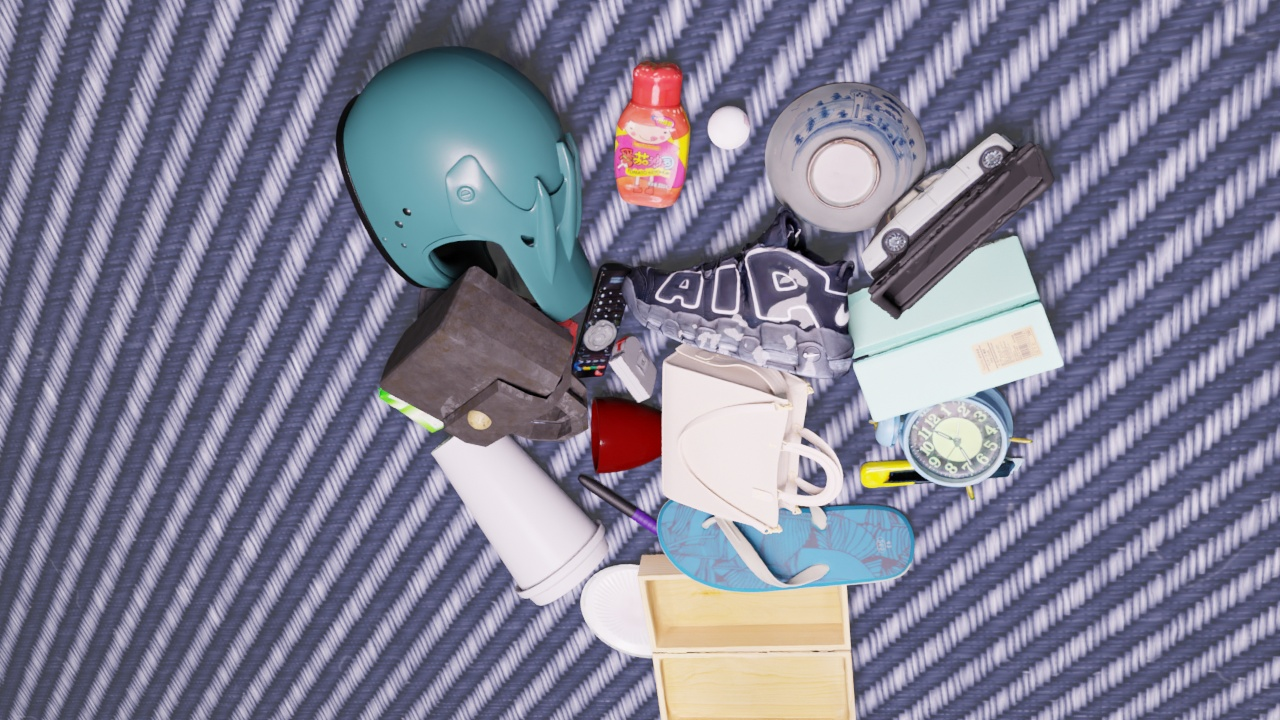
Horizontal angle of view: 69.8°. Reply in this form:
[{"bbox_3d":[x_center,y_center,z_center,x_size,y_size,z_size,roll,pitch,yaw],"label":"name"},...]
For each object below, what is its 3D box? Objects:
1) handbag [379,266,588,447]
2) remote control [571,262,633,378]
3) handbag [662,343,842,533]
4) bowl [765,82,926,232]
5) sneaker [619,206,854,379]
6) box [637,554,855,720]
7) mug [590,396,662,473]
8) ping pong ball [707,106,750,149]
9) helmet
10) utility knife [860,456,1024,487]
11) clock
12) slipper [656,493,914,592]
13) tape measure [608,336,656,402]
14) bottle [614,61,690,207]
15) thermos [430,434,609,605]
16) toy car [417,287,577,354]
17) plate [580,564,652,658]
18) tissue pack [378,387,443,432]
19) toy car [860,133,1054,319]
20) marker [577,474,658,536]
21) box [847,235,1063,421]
[{"bbox_3d":[-0.146,0.028,0.944,0.199,0.102,0.198,31,147,-20],"label":"handbag"},{"bbox_3d":[-0.044,-0.041,1.010,0.045,0.021,0.141,-3,125,-33],"label":"remote control"},{"bbox_3d":[0.122,0.089,0.965,0.198,0.101,0.195,21,126,32],"label":"handbag"},{"bbox_3d":[0.191,-0.182,0.864,0.151,0.056,0.151,6,118,11],"label":"bowl"},{"bbox_3d":[0.101,-0.084,0.909,0.253,0.097,0.151,19,105,20],"label":"sneaker"},{"bbox_3d":[0.135,0.354,1.139,0.247,0.068,0.253,-4,106,12],"label":"box"},{"bbox_3d":[-0.010,0.091,1.052,0.088,0.087,0.114,-1,147,-9],"label":"mug"},{"bbox_3d":[0.085,-0.223,0.878,0.040,0.040,0.040,6,118,11],"label":"ping pong ball"},{"bbox_3d":[-0.153,-0.168,0.896,0.200,0.176,0.275,-2,129,21],"label":"helmet"},{"bbox_3d":[0.330,0.121,1.009,0.173,0.020,0.029,-7,117,16],"label":"utility knife"},{"bbox_3d":[0.312,0.064,0.955,0.162,0.060,0.118,34,115,4],"label":"clock"},{"bbox_3d":[0.161,0.208,1.046,0.295,0.060,0.118,0,82,11],"label":"slipper"},{"bbox_3d":[-0.006,0.006,1.008,0.020,0.062,0.060,-26,113,24],"label":"tape measure"},{"bbox_3d":[0.012,-0.220,0.894,0.071,0.048,0.134,10,118,11],"label":"bottle"},{"bbox_3d":[-0.149,0.172,1.101,0.132,0.131,0.222,-35,97,26],"label":"thermos"},{"bbox_3d":[-0.163,-0.042,1.025,0.189,0.056,0.082,20,120,8],"label":"toy car"},{"bbox_3d":[-0.001,0.326,1.199,0.157,0.014,0.157,6,118,11],"label":"plate"},{"bbox_3d":[-0.238,0.037,1.076,0.114,0.034,0.099,-22,140,23],"label":"tissue pack"},{"bbox_3d":[0.278,-0.133,0.848,0.192,0.094,0.071,-44,63,18],"label":"toy car"},{"bbox_3d":[-0.021,0.180,1.128,0.134,0.015,0.018,34,147,-5],"label":"marker"},{"bbox_3d":[0.295,-0.028,0.895,0.187,0.052,0.138,-21,72,23],"label":"box"}]
